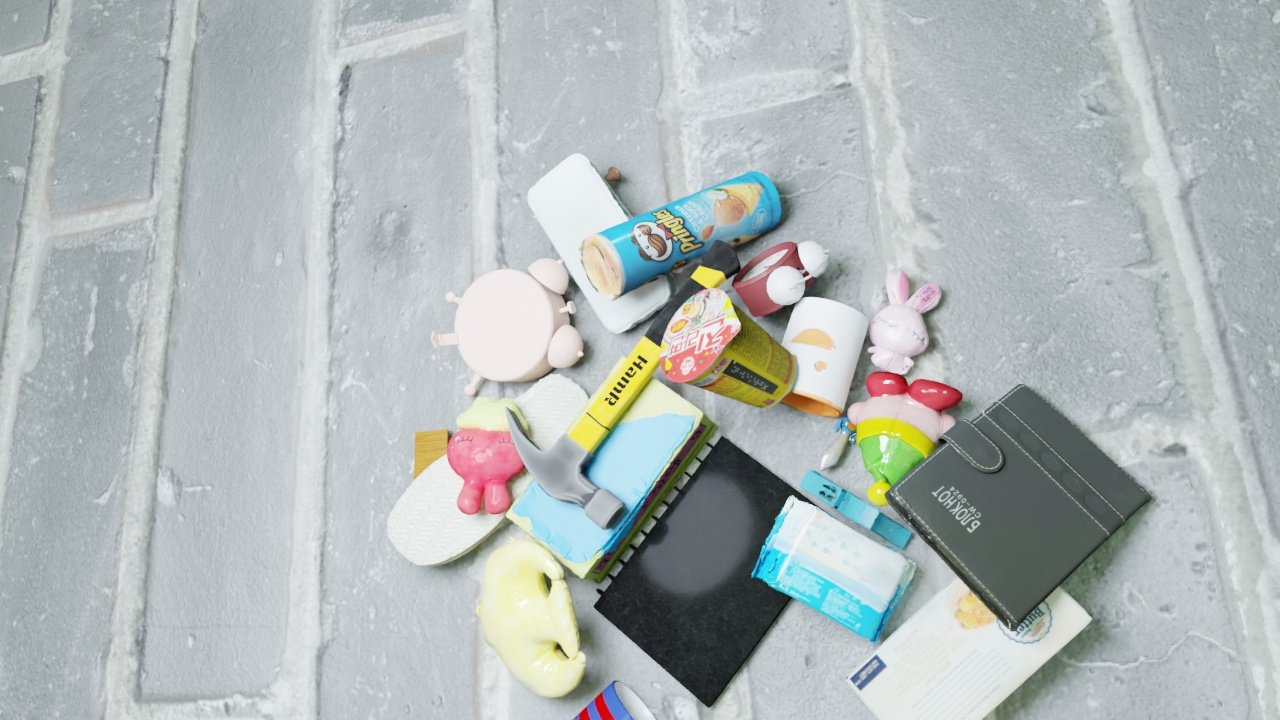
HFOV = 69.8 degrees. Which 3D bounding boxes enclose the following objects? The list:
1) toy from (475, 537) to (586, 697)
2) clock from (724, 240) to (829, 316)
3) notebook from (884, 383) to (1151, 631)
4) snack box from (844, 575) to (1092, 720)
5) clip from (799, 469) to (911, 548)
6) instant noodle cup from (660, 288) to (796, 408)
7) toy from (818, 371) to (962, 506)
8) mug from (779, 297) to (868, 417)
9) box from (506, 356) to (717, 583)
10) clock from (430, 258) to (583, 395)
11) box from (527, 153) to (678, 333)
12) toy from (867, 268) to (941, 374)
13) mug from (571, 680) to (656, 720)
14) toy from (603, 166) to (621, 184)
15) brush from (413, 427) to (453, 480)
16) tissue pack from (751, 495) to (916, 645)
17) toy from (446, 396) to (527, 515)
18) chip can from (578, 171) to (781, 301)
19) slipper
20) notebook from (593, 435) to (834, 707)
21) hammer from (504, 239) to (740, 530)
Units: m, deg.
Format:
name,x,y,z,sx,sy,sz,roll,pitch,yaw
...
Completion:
name,x,y,z,sx,sy,sz,roll,pitch,yaw
toy,-0.119,0.270,0.966,0.155,0.064,0.170,-20,85,43
clock,0.150,-0.090,0.989,0.087,0.125,0.044,-45,107,-29
notebook,0.354,0.126,0.865,0.208,0.030,0.169,-31,68,-25
snack box,0.305,0.272,0.866,0.208,0.057,0.104,-43,68,1
clip,0.215,0.149,0.914,0.120,0.118,0.033,32,93,9
instant noodle cup,0.092,-0.003,0.915,0.101,0.112,0.100,-32,44,37
toy,0.248,0.077,0.922,0.124,0.096,0.131,14,90,24
mug,0.186,-0.003,0.965,0.082,0.082,0.105,16,79,20
box,-0.032,0.120,1.000,0.124,0.079,0.221,34,88,21
clock,-0.152,-0.041,1.066,0.161,0.086,0.131,-15,81,14
box,-0.046,-0.137,1.061,0.118,0.063,0.213,-32,87,7
toy,0.277,-0.041,0.970,0.063,0.047,0.110,17,77,11
mug,-0.017,0.391,0.926,0.076,0.075,0.112,-43,95,1
toy,-0.057,-0.182,1.107,0.101,0.041,0.055,-40,101,-6
brush,-0.245,0.146,1.084,0.048,0.017,0.126,-7,73,14
tissue pack,0.189,0.204,0.906,0.144,0.062,0.093,29,85,1
toy,-0.167,0.104,1.003,0.092,0.045,0.135,5,69,5
chip can,0.047,-0.139,1.006,0.229,0.080,0.080,-25,66,-26
slipper,-0.167,0.125,1.047,0.272,0.054,0.114,-41,72,-8
notebook,0.077,0.216,0.971,0.169,0.019,0.231,36,87,21
hammer,-0.006,0.006,0.967,0.170,0.034,0.324,36,86,22
